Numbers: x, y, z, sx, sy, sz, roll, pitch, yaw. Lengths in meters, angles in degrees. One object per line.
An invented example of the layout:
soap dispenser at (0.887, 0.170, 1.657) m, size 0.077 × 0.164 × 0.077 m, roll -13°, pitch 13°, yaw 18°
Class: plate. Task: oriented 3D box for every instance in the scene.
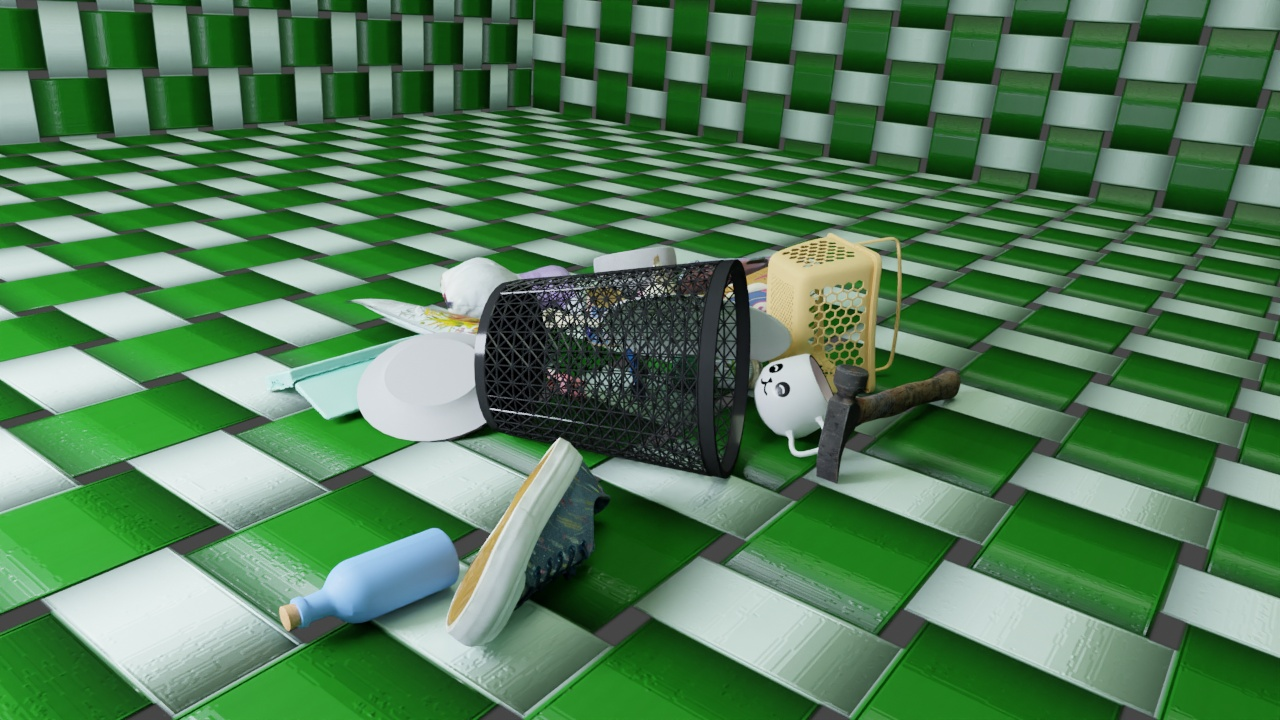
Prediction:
plate at (0.067, -0.045, 1.108) m, size 0.229 × 0.030 × 0.230 m, roll 7°, pitch -19°, yaw 2°
plate at (-0.227, 0.019, 1.014) m, size 0.173 × 0.019 × 0.172 m, roll 0°, pitch 43°, yaw 0°

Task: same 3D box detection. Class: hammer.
hammer at (0.292, 0.052, 1.041) m, size 0.033 × 0.120 × 0.329 m, roll 22°, pitch 18°, yaw 35°

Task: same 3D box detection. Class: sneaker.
sneaker at (-0.076, 0.146, 0.734) m, size 0.079 × 0.088 × 0.234 m, roll 37°, pitch 27°, yaw -4°
sneaker at (0.134, -0.057, 1.298) m, size 0.241 × 0.091 × 0.116 m, roll -22°, pitch 20°, yaw -10°

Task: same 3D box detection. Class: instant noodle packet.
instant noodle packet at (-0.238, -0.042, 1.186) m, size 0.269 × 0.057 × 0.146 m, roll 19°, pitch 3°, yaw 30°

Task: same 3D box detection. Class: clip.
clip at (-0.089, 0.036, 1.096) m, size 0.059 × 0.041 × 0.023 m, roll 28°, pitch 34°, yaw 26°

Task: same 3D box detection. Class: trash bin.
trash bin at (-0.024, 0.002, 0.944) m, size 0.243 × 0.217 × 0.216 m, roll 3°, pitch 21°, yaw 15°

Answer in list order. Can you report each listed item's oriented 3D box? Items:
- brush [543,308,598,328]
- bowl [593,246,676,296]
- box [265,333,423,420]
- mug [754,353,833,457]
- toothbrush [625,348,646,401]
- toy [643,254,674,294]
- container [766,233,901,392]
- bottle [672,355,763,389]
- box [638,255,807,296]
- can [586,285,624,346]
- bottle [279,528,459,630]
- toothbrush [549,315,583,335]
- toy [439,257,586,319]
brush at (0.001, -0.043, 1.213) m, size 0.272 × 0.077 × 0.061 m, roll 7°, pitch 57°, yaw -2°
bowl at (-0.006, -0.138, 1.456) m, size 0.132 × 0.064 × 0.132 m, roll -8°, pitch 2°, yaw 0°
box at (-0.321, 0.013, 1.070) m, size 0.138 × 0.056 × 0.186 m, roll 13°, pitch 23°, yaw 37°
mug at (0.171, 0.054, 1.010) m, size 0.076 × 0.090 × 0.123 m, roll -26°, pitch 49°, yaw 19°
toothbrush at (-0.007, 0.007, 1.173) m, size 0.016 × 0.017 × 0.189 m, roll 3°, pitch 21°, yaw -6°
toy at (0.024, -0.087, 1.266) m, size 0.050 × 0.113 × 0.087 m, roll 25°, pitch 33°, yaw 3°
container at (0.256, -0.061, 1.172) m, size 0.167 × 0.183 × 0.129 m, roll -11°, pitch 25°, yaw -15°
bottle at (0.096, 0.015, 1.141) m, size 0.110 × 0.043 × 0.042 m, roll 4°, pitch 21°, yaw -4°
box at (0.131, -0.106, 1.401) m, size 0.232 × 0.075 × 0.173 m, roll -8°, pitch -9°, yaw -29°
can at (-0.049, -0.063, 1.288) m, size 0.054 × 0.059 × 0.099 m, roll 0°, pitch 22°, yaw -10°
bottle at (-0.203, 0.168, 0.685) m, size 0.130 × 0.048 × 0.048 m, roll -16°, pitch 29°, yaw -41°
toothbrush at (-0.114, -0.046, 1.295) m, size 0.017 × 0.014 × 0.187 m, roll 8°, pitch 20°, yaw 31°
toy at (-0.186, -0.100, 1.330) m, size 0.209 × 0.086 × 0.138 m, roll -3°, pitch 23°, yaw -31°
